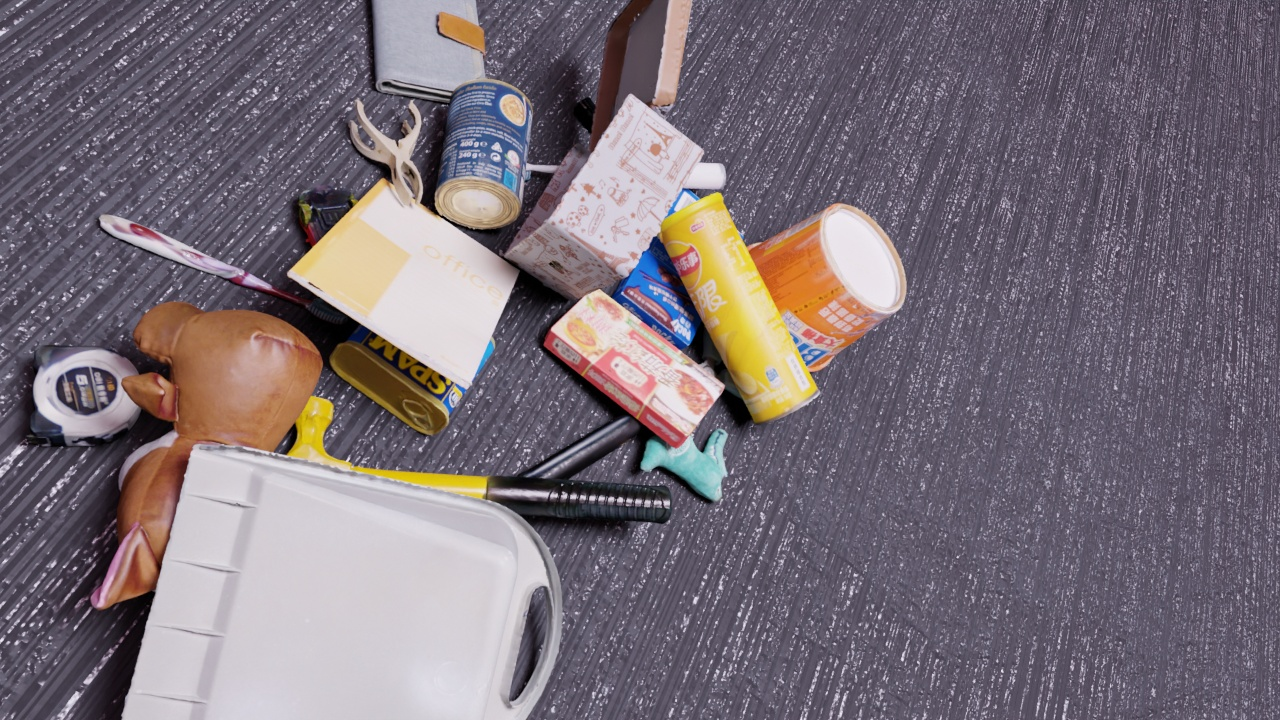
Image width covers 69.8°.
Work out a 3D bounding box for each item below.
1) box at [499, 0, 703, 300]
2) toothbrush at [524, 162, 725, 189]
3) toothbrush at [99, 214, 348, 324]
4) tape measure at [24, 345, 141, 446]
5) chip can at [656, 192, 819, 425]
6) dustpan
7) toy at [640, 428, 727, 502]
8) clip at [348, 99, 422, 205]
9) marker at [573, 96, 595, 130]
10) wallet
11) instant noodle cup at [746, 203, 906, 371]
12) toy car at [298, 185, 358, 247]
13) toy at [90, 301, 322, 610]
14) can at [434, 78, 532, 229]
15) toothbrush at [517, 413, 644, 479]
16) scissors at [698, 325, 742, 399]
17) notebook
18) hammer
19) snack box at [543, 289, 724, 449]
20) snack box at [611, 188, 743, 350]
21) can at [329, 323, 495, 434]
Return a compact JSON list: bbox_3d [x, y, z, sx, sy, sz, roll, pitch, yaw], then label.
[{"bbox_3d":[-0.016,-0.194,0.785,0.102,0.179,0.260,32,76,-16],"label":"box"},{"bbox_3d":[-0.022,-0.183,0.892,0.220,0.026,0.026,-2,30,-20],"label":"toothbrush"},{"bbox_3d":[-0.313,-0.069,0.699,0.187,0.017,0.016,24,61,-21],"label":"toothbrush"},{"bbox_3d":[-0.372,0.025,0.617,0.066,0.034,0.065,4,70,-27],"label":"tape measure"},{"bbox_3d":[0.091,-0.048,0.863,0.071,0.072,0.213,-30,93,-35],"label":"chip can"},{"bbox_3d":[-0.176,0.188,0.620,0.257,0.143,0.222,13,85,-8],"label":"dustpan"},{"bbox_3d":[0.047,0.088,0.840,0.092,0.030,0.096,42,48,-15],"label":"toy"},{"bbox_3d":[-0.204,-0.185,0.793,0.101,0.035,0.096,44,49,4],"label":"clip"},{"bbox_3d":[-0.018,-0.210,0.926,0.132,0.022,0.020,50,48,-3],"label":"marker"},{"bbox_3d":[-0.195,-0.304,0.853,0.106,0.037,0.129,2,70,-29],"label":"wallet"},{"bbox_3d":[0.185,-0.078,0.922,0.151,0.112,0.151,20,54,-31],"label":"instant noodle cup"},{"bbox_3d":[-0.242,-0.095,0.742,0.049,0.031,0.106,-15,71,-37],"label":"toy car"},{"bbox_3d":[-0.288,0.063,0.601,0.140,0.131,0.199,29,62,-63],"label":"toy"},{"bbox_3d":[-0.137,-0.180,0.808,0.075,0.076,0.111,15,61,-24],"label":"can"},{"bbox_3d":[-0.019,0.061,0.807,0.212,0.026,0.027,-31,75,-33],"label":"toothbrush"},{"bbox_3d":[0.095,0.020,0.903,0.129,0.019,0.184,45,57,-7],"label":"scissors"},{"bbox_3d":[-0.173,-0.068,0.721,0.146,0.010,0.205,34,25,-14],"label":"notebook"},{"bbox_3d":[-0.121,0.104,0.707,0.300,0.033,0.128,6,71,-18],"label":"hammer"},{"bbox_3d":[-0.005,0.005,0.819,0.153,0.026,0.075,38,49,5],"label":"snack box"},{"bbox_3d":[0.039,-0.092,0.908,0.084,0.026,0.156,37,57,-14],"label":"snack box"},{"bbox_3d":[-0.178,-0.005,0.729,0.102,0.057,0.083,38,54,-13],"label":"can"}]
